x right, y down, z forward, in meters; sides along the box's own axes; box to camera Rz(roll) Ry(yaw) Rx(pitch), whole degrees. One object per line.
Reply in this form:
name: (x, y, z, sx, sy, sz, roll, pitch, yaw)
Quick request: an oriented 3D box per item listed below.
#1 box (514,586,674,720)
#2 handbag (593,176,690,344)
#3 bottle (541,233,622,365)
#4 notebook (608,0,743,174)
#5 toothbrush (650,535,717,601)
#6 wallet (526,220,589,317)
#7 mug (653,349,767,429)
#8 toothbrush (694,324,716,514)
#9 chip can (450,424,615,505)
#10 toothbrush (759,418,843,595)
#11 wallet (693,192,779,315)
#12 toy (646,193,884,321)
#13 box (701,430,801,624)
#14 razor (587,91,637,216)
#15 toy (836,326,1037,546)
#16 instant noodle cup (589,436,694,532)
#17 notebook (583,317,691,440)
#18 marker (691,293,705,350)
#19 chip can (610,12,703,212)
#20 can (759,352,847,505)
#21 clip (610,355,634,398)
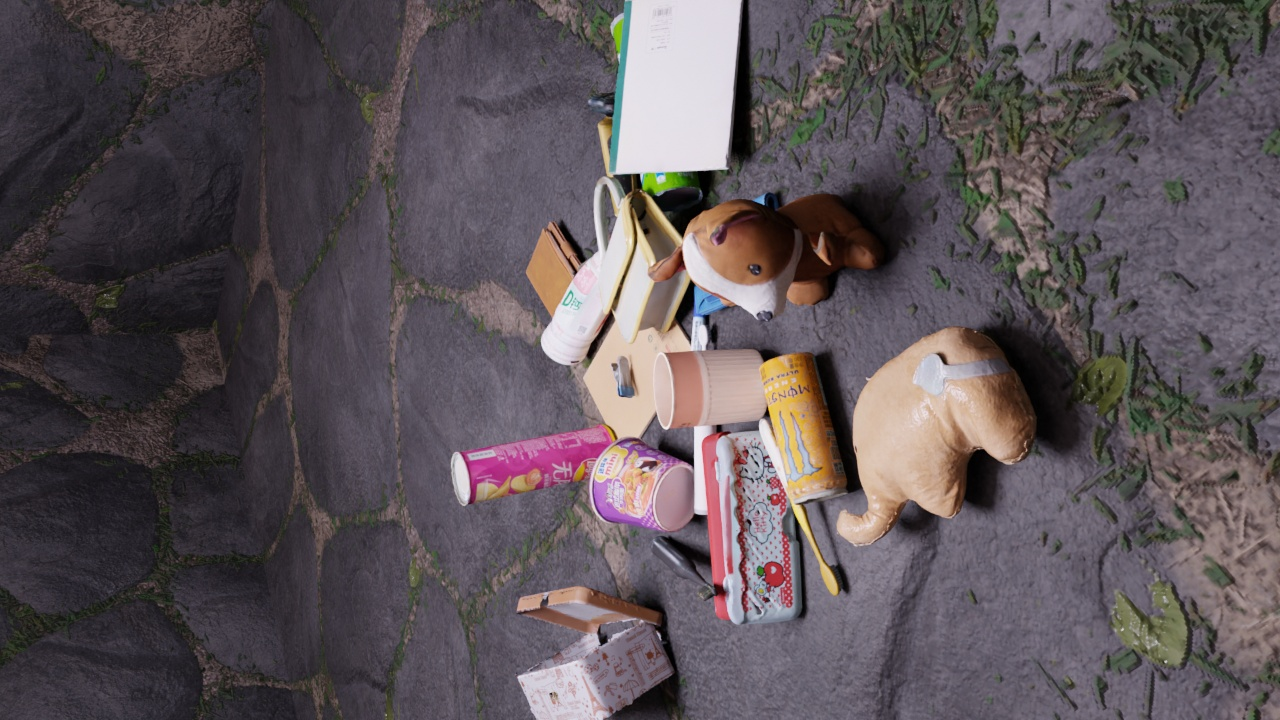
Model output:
box: (-0.070, 0.357, 1.183, 0.183, 0.150, 0.168, -34, 81, 50)
handbag: (-0.019, -0.128, 1.095, 0.178, 0.063, 0.164, 59, 152, 23)
bottle: (-0.067, -0.082, 1.233, 0.197, 0.068, 0.068, -57, 48, 34)
notebook: (0.039, -0.316, 1.037, 0.151, 0.012, 0.209, 4, 87, 28)
toothbrush: (0.049, 0.237, 1.046, 0.026, 0.027, 0.213, 64, 169, -8)
wallet: (-0.119, -0.126, 1.326, 0.130, 0.035, 0.119, 58, 135, 33)
mug: (0.071, 0.023, 0.996, 0.114, 0.106, 0.082, -118, 27, -62)
toothbrush: (0.075, 0.068, 1.068, 0.027, 0.026, 0.221, 1, 92, 29)
chip can: (-0.138, 0.136, 1.206, 0.071, 0.210, 0.071, 27, 122, 57)
toothbrush: (0.163, 0.146, 0.935, 0.016, 0.018, 0.191, -35, 71, 41)
wallet: (0.104, -0.114, 1.014, 0.133, 0.040, 0.106, -20, 71, 54)
toy: (0.118, -0.095, 0.855, 0.140, 0.199, 0.130, -37, 58, 50)
box: (0.124, 0.175, 0.980, 0.099, 0.095, 0.201, -5, 88, 18)
razor: (-0.028, -0.265, 1.179, 0.067, 0.062, 0.167, 173, 90, -84)
toy: (0.238, 0.068, 0.796, 0.227, 0.082, 0.143, -57, 39, 42)
instant noodle cup: (0.010, 0.153, 1.102, 0.099, 0.111, 0.111, 9, 99, 46)
notebook: (-0.007, 0.007, 1.198, 0.208, 0.008, 0.147, -59, 46, 37)
marker: (0.067, -0.007, 1.086, 0.017, 0.016, 0.146, 14, 103, 54)
chip can: (0.020, -0.298, 1.095, 0.072, 0.072, 0.236, -25, 72, 52)
can: (0.163, 0.067, 0.918, 0.058, 0.058, 0.146, -30, 67, 51)
clip: (-0.025, 0.024, 1.195, 0.028, 0.024, 0.056, -40, 55, 43)
